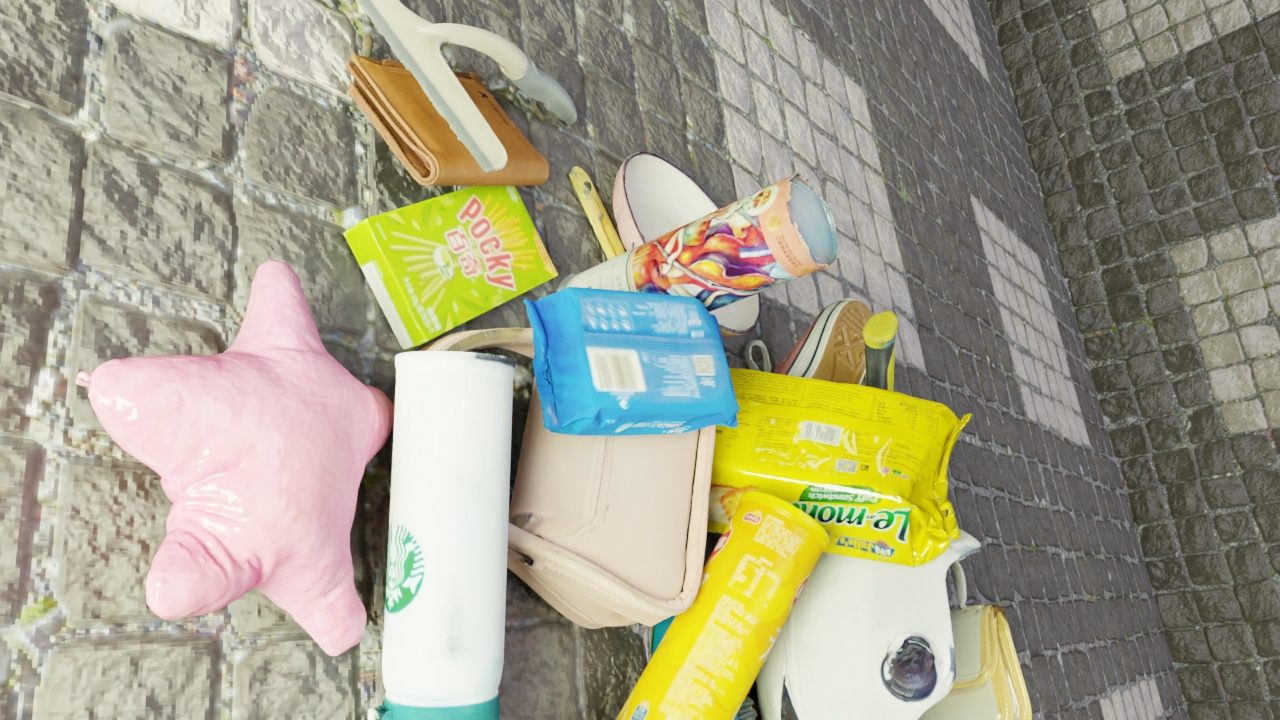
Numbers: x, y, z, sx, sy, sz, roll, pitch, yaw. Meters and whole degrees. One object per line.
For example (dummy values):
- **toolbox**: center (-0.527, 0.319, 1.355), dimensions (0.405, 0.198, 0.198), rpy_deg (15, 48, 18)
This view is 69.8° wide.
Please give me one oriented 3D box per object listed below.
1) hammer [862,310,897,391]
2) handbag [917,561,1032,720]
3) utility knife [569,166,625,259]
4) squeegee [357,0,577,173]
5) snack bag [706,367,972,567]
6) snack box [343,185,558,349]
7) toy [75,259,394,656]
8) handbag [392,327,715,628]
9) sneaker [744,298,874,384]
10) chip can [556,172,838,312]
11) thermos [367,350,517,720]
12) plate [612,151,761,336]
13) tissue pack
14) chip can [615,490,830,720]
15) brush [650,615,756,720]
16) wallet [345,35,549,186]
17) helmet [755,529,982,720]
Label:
- **hammer**: center (0.247, 0.086, 0.945), dimensions (0.125, 0.032, 0.324), rpy_deg (-59, 149, -38)
- **handbag**: center (0.269, 0.277, 0.882), dimensions (0.063, 0.164, 0.178), rpy_deg (18, 58, -48)
- **utility knife**: center (-0.026, -0.098, 0.798), dimensions (0.151, 0.018, 0.030), rpy_deg (60, 29, -6)
- **squeegee**: center (-0.102, -0.220, 0.691), dimensions (0.246, 0.039, 0.246), rpy_deg (53, 19, 15)
- **snack bag**: center (0.136, 0.076, 0.749), dimensions (0.157, 0.247, 0.068), rpy_deg (-61, 152, -48)
- **snack box**: center (-0.124, -0.073, 0.635), dimensions (0.156, 0.026, 0.086), rpy_deg (-36, 104, -55)
- **toy**: center (-0.186, 0.036, 0.448), dimensions (0.178, 0.075, 0.194), rpy_deg (46, 36, -50)
- **handbag**: center (-0.059, 0.064, 0.624), dimensions (0.234, 0.094, 0.193), rpy_deg (30, 51, -33)
- **sneaker**: center (0.153, 0.041, 0.910), dimensions (0.118, 0.088, 0.240), rpy_deg (40, 65, -19)
- **chip can**: center (0.038, -0.066, 0.686), dimensions (0.071, 0.215, 0.071), rpy_deg (29, 52, -44)
- **thermos**: center (-0.108, 0.109, 0.500), dimensions (0.073, 0.073, 0.224), rpy_deg (10, 79, -52)
- **plate**: center (0.037, -0.101, 0.840), dimensions (0.192, 0.039, 0.192), rpy_deg (36, 36, -32)
- **tissue pack**: center (-0.004, 0.004, 0.617), dimensions (0.157, 0.052, 0.095), rpy_deg (2, 66, -34)
- **chip can**: center (0.052, 0.196, 0.629), dimensions (0.072, 0.072, 0.213), rpy_deg (46, 66, -31)
- **brush**: center (0.043, 0.247, 0.681), dimensions (0.073, 0.055, 0.144), rpy_deg (-9, 81, -45)
- **wallet**: center (-0.137, -0.169, 0.644), dimensions (0.119, 0.035, 0.130), rpy_deg (55, 29, 8)
- **helmet**: center (0.168, 0.243, 0.752), dimensions (0.229, 0.146, 0.258), rpy_deg (76, 35, -60)
